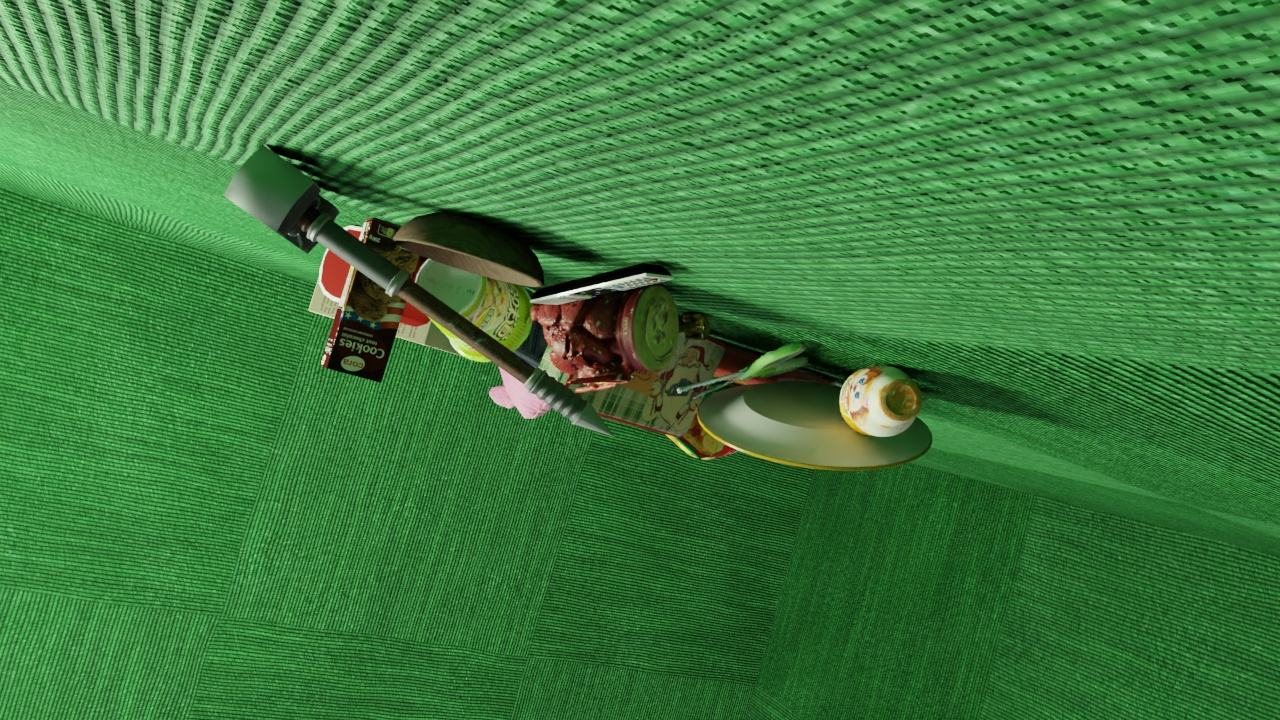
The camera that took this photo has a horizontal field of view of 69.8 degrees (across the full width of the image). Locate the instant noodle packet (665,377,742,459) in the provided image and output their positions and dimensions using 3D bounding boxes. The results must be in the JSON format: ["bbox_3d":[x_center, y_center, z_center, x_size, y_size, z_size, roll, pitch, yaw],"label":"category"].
[{"bbox_3d":[0.063,0.046,1.115,0.195,0.090,0.252,40,-159,26],"label":"instant noodle packet"}]

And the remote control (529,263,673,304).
[{"bbox_3d":[-0.031,-0.055,0.664,0.124,0.011,0.028,-8,174,44],"label":"remote control"}]

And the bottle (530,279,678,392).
[{"bbox_3d":[-0.034,-0.020,0.746,0.111,0.099,0.099,4,171,32],"label":"bottle"}]

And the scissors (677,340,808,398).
[{"bbox_3d":[0.102,0.013,0.873,0.171,0.021,0.172,-17,174,-36],"label":"scissors"}]

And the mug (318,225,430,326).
[{"bbox_3d":[-0.277,-0.091,0.960,0.116,0.080,0.096,23,-179,36],"label":"mug"}]

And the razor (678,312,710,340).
[{"bbox_3d":[0.006,-0.023,0.822,0.105,0.026,0.042,-11,-171,-20],"label":"razor"}]

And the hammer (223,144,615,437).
[{"bbox_3d":[-0.151,-0.036,0.693,0.322,0.043,0.156,36,174,-8],"label":"hammer"}]

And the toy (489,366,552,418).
[{"bbox_3d":[-0.164,0.002,1.250,0.186,0.128,0.265,7,-157,-28],"label":"toy"}]

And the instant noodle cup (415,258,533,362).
[{"bbox_3d":[-0.172,-0.059,0.918,0.099,0.098,0.108,15,169,18],"label":"instant noodle cup"}]

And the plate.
[{"bbox_3d":[0.171,0.053,0.911,0.230,0.021,0.229,3,-163,-1],"label":"plate"}]

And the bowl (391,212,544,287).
[{"bbox_3d":[-0.126,-0.087,0.691,0.118,0.030,0.118,16,177,1],"label":"bowl"}]

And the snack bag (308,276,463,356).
[{"bbox_3d":[-0.273,-0.072,1.097,0.206,0.094,0.070,17,177,-4],"label":"snack bag"}]

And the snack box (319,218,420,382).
[{"bbox_3d":[-0.247,-0.055,0.846,0.051,0.141,0.032,18,177,-29],"label":"snack box"}]

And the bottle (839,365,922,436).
[{"bbox_3d":[0.213,0.035,0.800,0.063,0.063,0.108,16,177,1],"label":"bottle"}]

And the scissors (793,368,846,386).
[{"bbox_3d":[0.224,0.023,1.008,0.169,0.012,0.133,21,173,-35],"label":"scissors"}]

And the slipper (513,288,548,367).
[{"bbox_3d":[-0.115,-0.018,1.088,0.083,0.101,0.263,-10,155,41],"label":"slipper"}]

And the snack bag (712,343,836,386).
[{"bbox_3d":[0.134,0.014,1.058,0.225,0.041,0.077,19,175,-19],"label":"snack bag"}]

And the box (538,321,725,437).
[{"bbox_3d":[-0.005,0.005,0.897,0.050,0.117,0.205,23,180,41],"label":"box"}]
